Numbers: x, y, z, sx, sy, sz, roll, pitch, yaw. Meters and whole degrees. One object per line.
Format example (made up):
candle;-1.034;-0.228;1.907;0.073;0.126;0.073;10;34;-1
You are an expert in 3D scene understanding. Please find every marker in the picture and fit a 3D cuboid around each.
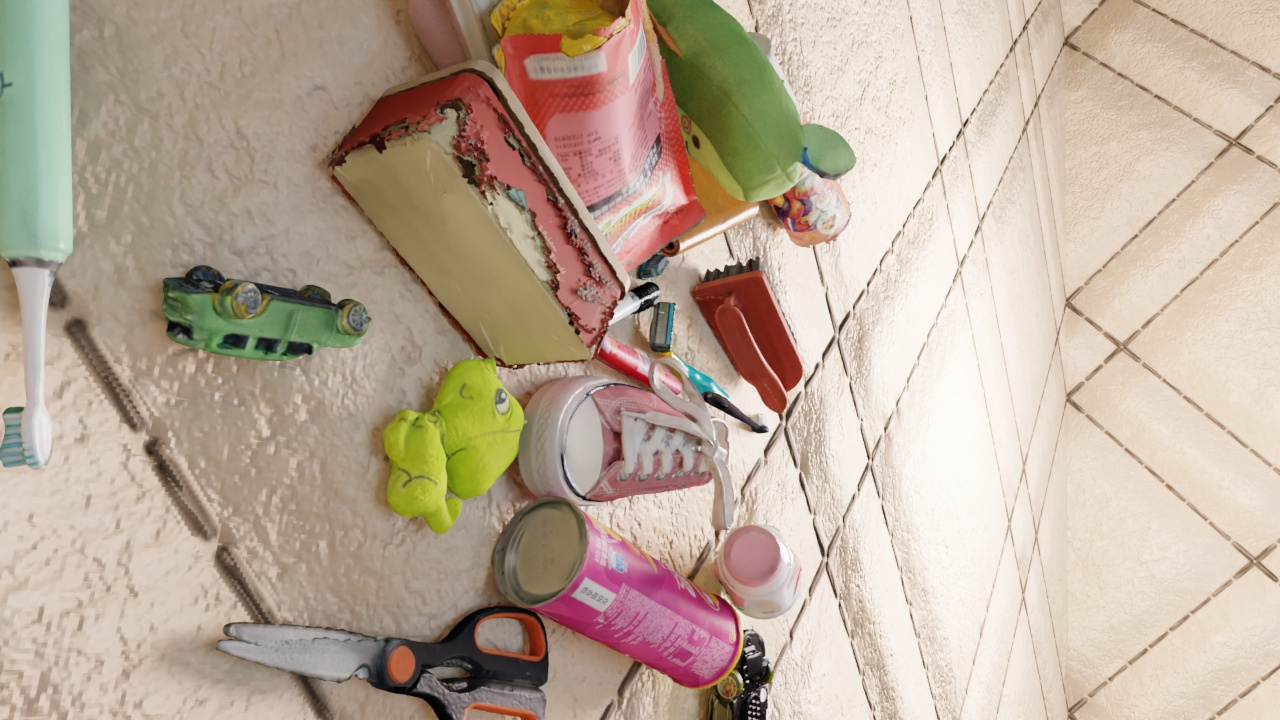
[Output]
marker;-0.023;-0.031;0.657;0.130;0.018;0.023;-34;119;-53

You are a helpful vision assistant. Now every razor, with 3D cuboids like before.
razor;0.040;0.004;0.738;0.132;0.028;0.043;46;40;-49

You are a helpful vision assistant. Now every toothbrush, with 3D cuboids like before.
toothbrush;0.046;-0.119;0.767;0.191;0.018;0.016;-52;129;-43
toothbrush;0.083;0.043;0.782;0.181;0.016;0.018;28;58;-66
toothbrush;-0.229;-0.071;0.345;0.026;0.027;0.224;15;72;-85

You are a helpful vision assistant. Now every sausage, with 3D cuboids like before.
sausage;-0.004;0.004;0.668;0.155;0.020;0.020;31;62;-60

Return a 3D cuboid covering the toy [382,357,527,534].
toy;-0.104;0.047;0.519;0.100;0.031;0.096;-3;90;-52

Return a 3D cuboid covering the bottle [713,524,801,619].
bottle;0.091;0.161;0.708;0.197;0.068;0.068;64;33;-70

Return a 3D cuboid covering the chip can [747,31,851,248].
chip can;0.129;-0.196;0.850;0.215;0.071;0.071;47;50;-44

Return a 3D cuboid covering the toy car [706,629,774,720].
toy car;0.082;0.305;0.766;0.070;0.042;0.158;13;78;-55

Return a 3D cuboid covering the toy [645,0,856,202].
toy;0.042;-0.201;0.649;0.226;0.090;0.246;27;27;-53

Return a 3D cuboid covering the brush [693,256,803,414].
brush;0.101;-0.016;0.802;0.146;0.063;0.069;57;32;-39

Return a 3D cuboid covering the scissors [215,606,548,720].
scissors;-0.124;0.151;0.496;0.235;0.022;0.136;53;38;-34

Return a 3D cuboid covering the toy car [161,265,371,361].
toy car;-0.168;-0.020;0.416;0.091;0.043;0.036;4;100;-48

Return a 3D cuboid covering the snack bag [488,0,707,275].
snack bag;-0.020;-0.127;0.558;0.128;0.073;0.208;-46;146;-21

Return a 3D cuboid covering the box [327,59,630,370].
box;-0.084;-0.066;0.503;0.168;0.091;0.079;55;42;-38

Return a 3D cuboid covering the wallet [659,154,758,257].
wallet;0.040;-0.155;0.735;0.130;0.035;0.119;-31;100;-48

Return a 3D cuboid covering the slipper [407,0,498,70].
slipper;-0.085;-0.203;0.542;0.113;0.054;0.275;-59;143;-34

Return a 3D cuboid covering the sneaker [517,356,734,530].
sneaker;0.014;0.059;0.642;0.240;0.088;0.118;12;78;-56

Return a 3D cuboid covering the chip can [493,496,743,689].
chip can;-0.007;0.161;0.619;0.210;0.072;0.071;43;53;-45
